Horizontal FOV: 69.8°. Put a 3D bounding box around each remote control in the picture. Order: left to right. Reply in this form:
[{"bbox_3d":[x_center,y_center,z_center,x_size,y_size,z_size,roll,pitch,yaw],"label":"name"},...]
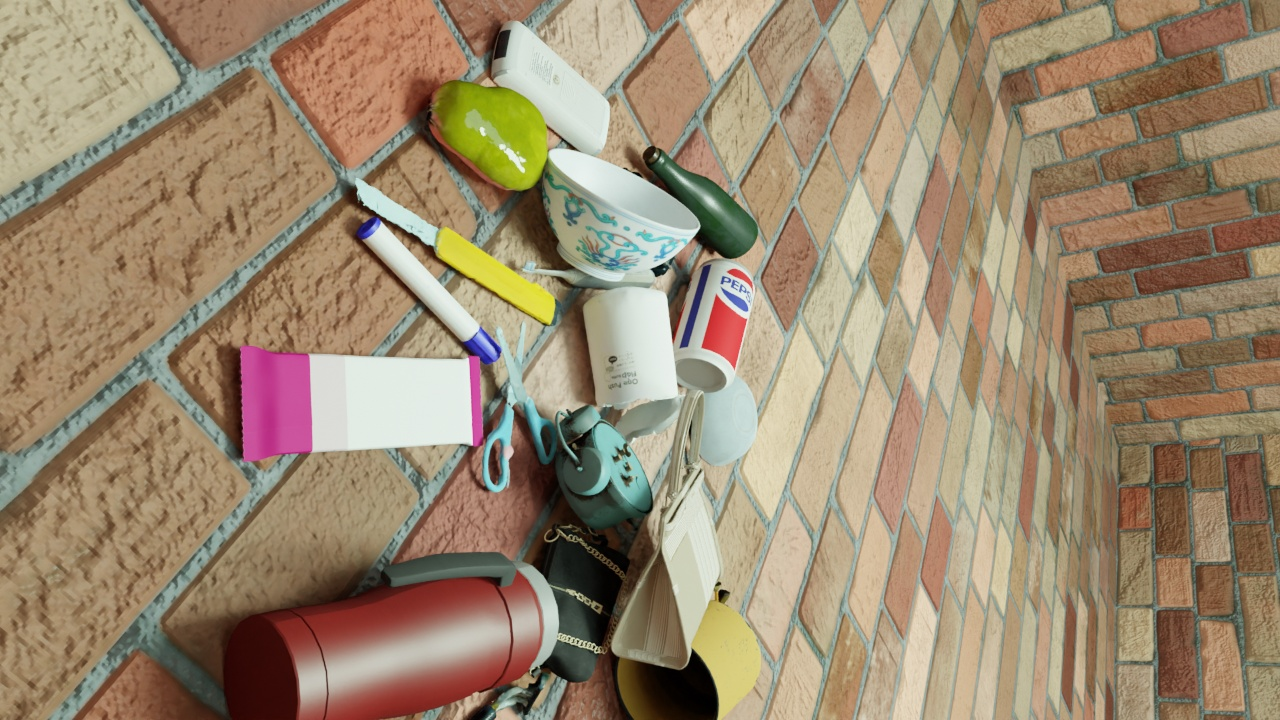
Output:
[{"bbox_3d":[-0.077,-0.242,0.825,0.138,0.025,0.060,31,57,-44],"label":"remote control"}]

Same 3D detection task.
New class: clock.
[{"bbox_3d":[-0.036,0.088,0.751,0.124,0.053,0.090,47,17,-38],"label":"clock"}]

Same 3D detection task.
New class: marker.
[{"bbox_3d":[-0.152,-0.048,0.675,0.141,0.020,0.020,50,44,-35],"label":"marker"}]

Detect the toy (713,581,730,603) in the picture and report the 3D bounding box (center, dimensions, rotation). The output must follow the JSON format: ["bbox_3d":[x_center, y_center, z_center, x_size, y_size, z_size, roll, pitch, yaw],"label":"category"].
[{"bbox_3d":[0.071,0.256,0.880,0.076,0.062,0.100,-10,107,-20],"label":"toy"}]

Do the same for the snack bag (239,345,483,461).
[{"bbox_3d":[-0.179,0.028,0.621,0.196,0.016,0.070,2,84,-54],"label":"snack bag"}]

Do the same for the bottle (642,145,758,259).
[{"bbox_3d":[0.060,-0.172,0.977,0.174,0.055,0.055,35,55,-44],"label":"bottle"}]

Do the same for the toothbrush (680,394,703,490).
[{"bbox_3d":[0.056,0.117,0.932,0.014,0.014,0.167,-4,87,-44],"label":"toothbrush"}]

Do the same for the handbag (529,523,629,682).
[{"bbox_3d":[-0.059,0.191,0.730,0.079,0.054,0.128,39,53,-29],"label":"handbag"}]

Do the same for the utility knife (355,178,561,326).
[{"bbox_3d":[-0.133,-0.080,0.713,0.223,0.019,0.030,36,48,-51],"label":"utility knife"}]

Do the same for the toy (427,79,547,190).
[{"bbox_3d":[-0.120,-0.185,0.729,0.110,0.051,0.090,22,62,-48],"label":"toy"}]

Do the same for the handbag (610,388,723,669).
[{"bbox_3d":[0.036,0.122,0.764,0.175,0.062,0.198,-34,130,-74],"label":"handbag"}]

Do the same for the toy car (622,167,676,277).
[{"bbox_3d":[0.000,-0.134,0.899,0.112,0.034,0.046,57,41,-30],"label":"toy car"}]

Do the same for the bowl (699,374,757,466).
[{"bbox_3d":[0.094,0.058,0.978,0.106,0.039,0.106,19,67,-51],"label":"bowl"}]

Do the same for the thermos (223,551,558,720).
[{"bbox_3d":[-0.141,0.167,0.570,0.198,0.084,0.108,2,117,-52],"label":"thermos"}]

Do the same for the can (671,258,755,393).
[{"bbox_3d":[0.074,-0.037,0.948,0.070,0.070,0.131,48,46,-37],"label":"can"}]

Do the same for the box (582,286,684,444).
[{"bbox_3d":[-0.003,0.007,0.824,0.089,0.080,0.143,0,83,-69],"label":"box"}]

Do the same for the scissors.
[{"bbox_3d":[-0.090,0.036,0.732,0.111,0.015,0.140,18,81,-58],"label":"scissors"}]

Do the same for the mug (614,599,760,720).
[{"bbox_3d":[0.041,0.280,0.808,0.094,0.100,0.124,-13,130,-57],"label":"mug"}]

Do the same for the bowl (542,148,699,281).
[{"bbox_3d":[-0.029,-0.117,0.799,0.143,0.144,0.074,-6,129,-55],"label":"bowl"}]

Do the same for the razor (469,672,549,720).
[{"bbox_3d":[-0.120,0.265,0.642,0.022,0.043,0.143,40,36,19],"label":"razor"}]

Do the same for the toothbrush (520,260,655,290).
[{"bbox_3d":[-0.046,-0.076,0.831,0.185,0.022,0.024,-3,120,-55],"label":"toothbrush"}]
